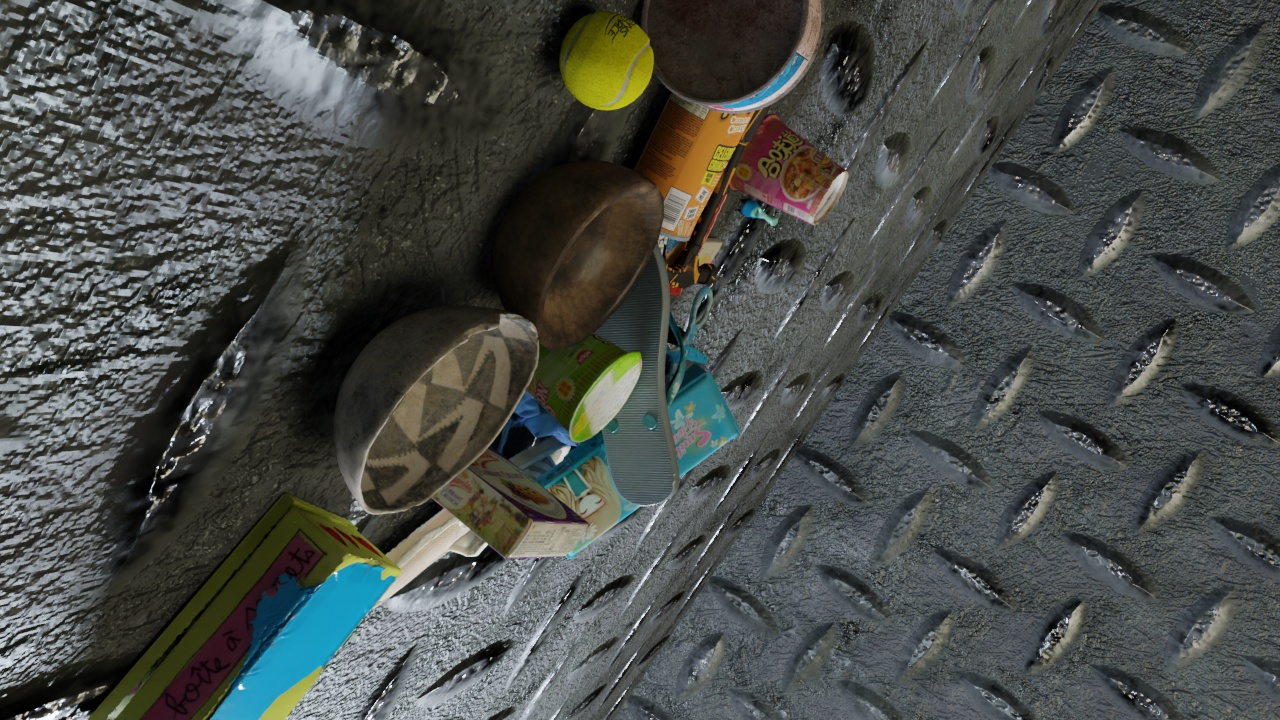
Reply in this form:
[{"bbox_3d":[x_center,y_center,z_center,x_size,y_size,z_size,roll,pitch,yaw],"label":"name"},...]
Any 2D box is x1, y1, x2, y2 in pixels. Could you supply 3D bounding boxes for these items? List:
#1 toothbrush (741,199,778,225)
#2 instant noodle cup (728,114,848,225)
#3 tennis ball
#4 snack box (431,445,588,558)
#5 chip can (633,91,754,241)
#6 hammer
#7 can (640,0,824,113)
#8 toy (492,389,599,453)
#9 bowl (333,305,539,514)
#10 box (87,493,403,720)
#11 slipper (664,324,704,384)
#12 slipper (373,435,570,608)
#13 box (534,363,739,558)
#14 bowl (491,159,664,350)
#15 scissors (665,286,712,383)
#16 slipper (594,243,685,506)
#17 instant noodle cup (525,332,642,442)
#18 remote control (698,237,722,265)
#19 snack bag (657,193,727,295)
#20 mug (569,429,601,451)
[{"bbox_3d":[0.152,-0.190,1.182,0.022,0.017,0.135,-58,159,13],"label":"toothbrush"},{"bbox_3d":[0.173,-0.211,1.046,0.097,0.108,0.098,-47,161,-22],"label":"instant noodle cup"},{"bbox_3d":[-0.024,-0.209,0.641,0.065,0.065,0.065,-46,160,-23],"label":"tennis ball"},{"bbox_3d":[-0.134,0.118,0.819,0.040,0.148,0.143,-55,161,0],"label":"snack box"},{"bbox_3d":[0.059,-0.217,0.807,0.075,0.075,0.215,-16,138,-62],"label":"chip can"},{"bbox_3d":[0.097,-0.219,0.907,0.123,0.036,0.321,-2,119,-58],"label":"hammer"},{"bbox_3d":[0.067,-0.253,0.683,0.130,0.130,0.044,-61,160,19],"label":"can"},{"bbox_3d":[-0.089,0.061,0.947,0.176,0.071,0.113,0,147,-48],"label":"toy"},{"bbox_3d":[-0.164,0.023,0.684,0.178,0.081,0.179,-46,160,-22],"label":"bowl"},{"bbox_3d":[-0.300,0.220,0.715,0.220,0.083,0.124,-54,163,-9],"label":"box"},{"bbox_3d":[0.004,-0.010,1.027,0.263,0.101,0.082,5,112,-62],"label":"slipper"},{"bbox_3d":[-0.173,0.168,0.949,0.271,0.054,0.115,-35,169,-34],"label":"slipper"},{"bbox_3d":[-0.003,0.119,0.978,0.227,0.086,0.169,-35,153,-11],"label":"box"},{"bbox_3d":[-0.057,-0.093,0.757,0.162,0.070,0.162,-46,160,-23],"label":"bowl"},{"bbox_3d":[0.039,-0.015,0.975,0.139,0.011,0.134,-5,116,-54],"label":"scissors"},{"bbox_3d":[-0.005,0.005,0.890,0.054,0.098,0.269,-14,102,-61],"label":"slipper"},{"bbox_3d":[-0.070,0.005,0.838,0.098,0.108,0.099,-46,160,-23],"label":"instant noodle cup"},{"bbox_3d":[0.065,-0.126,1.078,0.038,0.018,0.125,-60,162,18],"label":"remote control"},{"bbox_3d":[0.026,-0.119,0.960,0.143,0.039,0.131,-14,135,-54],"label":"snack bag"},{"bbox_3d":[-0.060,0.125,1.142,0.087,0.078,0.114,-30,124,-50],"label":"mug"}]
